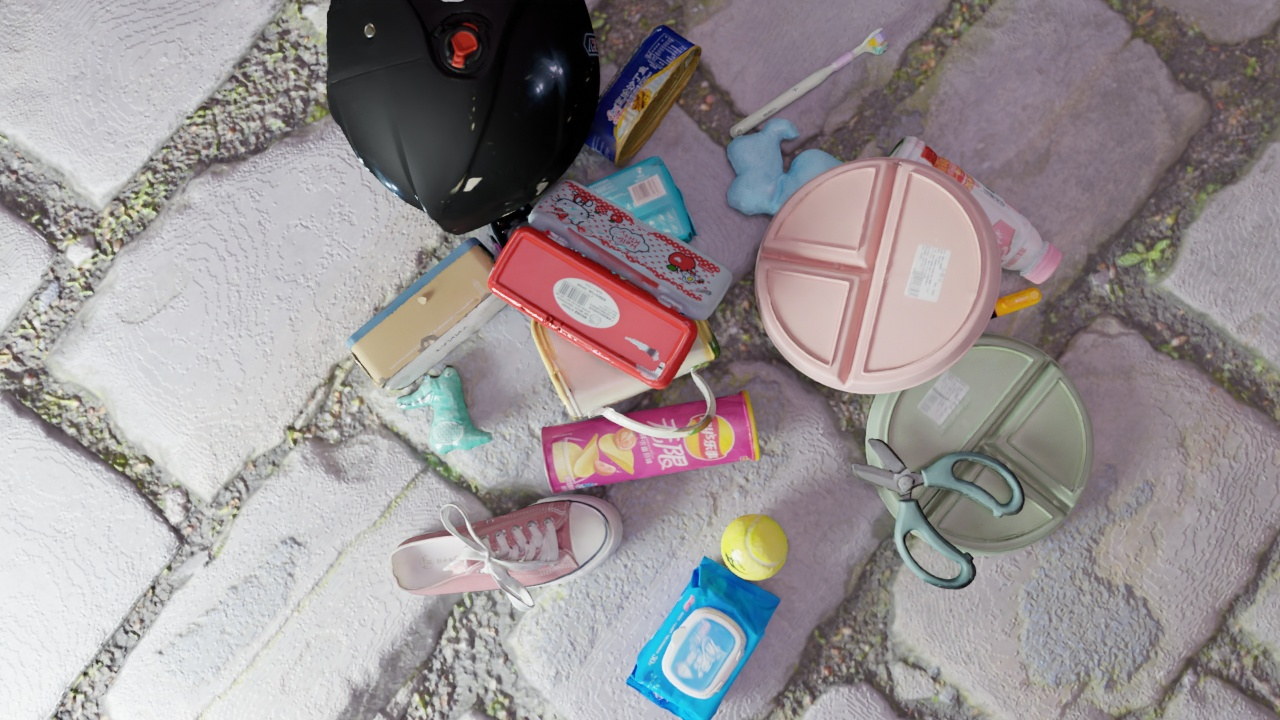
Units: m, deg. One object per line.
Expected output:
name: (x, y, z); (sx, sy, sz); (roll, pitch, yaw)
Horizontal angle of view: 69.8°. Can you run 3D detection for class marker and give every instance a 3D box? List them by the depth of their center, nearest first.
marker: (0.350, -0.048, 0.940); (0.124, 0.015, 0.018); (-19, 82, 3)

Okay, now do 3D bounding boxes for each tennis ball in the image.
tennis ball: (0.113, 0.185, 0.911); (0.065, 0.065, 0.065); (0, 87, 2)

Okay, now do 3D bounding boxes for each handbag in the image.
handbag: (-0.005, 0.005, 0.904); (0.163, 0.063, 0.178); (-23, 69, -6)

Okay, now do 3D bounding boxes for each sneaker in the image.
sneaker: (-0.138, 0.190, 0.910); (0.241, 0.088, 0.118); (-10, 86, 3)

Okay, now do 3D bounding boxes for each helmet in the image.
helmet: (-0.151, -0.256, 0.863); (0.275, 0.233, 0.230); (-25, 98, 17)

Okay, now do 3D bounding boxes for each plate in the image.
plate: (0.217, -0.084, 0.865); (0.230, 0.028, 0.229); (-3, 82, 21)
plate: (0.345, 0.084, 0.927); (0.230, 0.027, 0.230); (0, 86, 2)

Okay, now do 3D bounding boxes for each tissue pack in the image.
tissue pack: (0.063, 0.281, 0.914); (0.095, 0.052, 0.157); (33, 89, 4)
tissue pack: (-0.018, -0.142, 0.943); (0.133, 0.050, 0.093); (-23, 87, 1)

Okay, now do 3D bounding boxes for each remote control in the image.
remote control: (-0.108, -0.110, 0.957); (0.053, 0.024, 0.136); (-34, 85, 1)

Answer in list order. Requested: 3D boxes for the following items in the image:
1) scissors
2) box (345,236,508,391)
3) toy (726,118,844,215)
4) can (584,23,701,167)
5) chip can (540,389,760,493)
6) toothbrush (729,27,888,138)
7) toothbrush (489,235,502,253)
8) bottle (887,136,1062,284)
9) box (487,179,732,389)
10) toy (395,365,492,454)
scissors: (0.282, 0.153, 0.903); (0.177, 0.019, 0.172); (14, 89, 3)
box: (-0.202, -0.048, 0.927); (0.184, 0.090, 0.063); (-42, 85, -3)
toy: (0.166, -0.171, 0.937); (0.156, 0.050, 0.161); (0, 84, 12)
can: (0.001, -0.271, 0.938); (0.049, 0.074, 0.148); (36, 88, 7)
chip can: (0.009, 0.082, 0.918); (0.210, 0.071, 0.071); (-10, 86, 2)
toothbrush: (0.174, -0.287, 0.959); (0.189, 0.029, 0.020); (-32, 44, 1)
toothbrush: (-0.108, -0.052, 0.960); (0.018, 0.014, 0.189); (-35, 86, 9)
bottle: (0.330, -0.146, 0.923); (0.197, 0.068, 0.068); (34, 88, -1)
box: (-0.027, -0.079, 0.873); (0.201, 0.064, 0.160); (30, 72, 4)
toy: (-0.205, 0.053, 0.952); (0.096, 0.030, 0.092); (-14, 81, 9)
